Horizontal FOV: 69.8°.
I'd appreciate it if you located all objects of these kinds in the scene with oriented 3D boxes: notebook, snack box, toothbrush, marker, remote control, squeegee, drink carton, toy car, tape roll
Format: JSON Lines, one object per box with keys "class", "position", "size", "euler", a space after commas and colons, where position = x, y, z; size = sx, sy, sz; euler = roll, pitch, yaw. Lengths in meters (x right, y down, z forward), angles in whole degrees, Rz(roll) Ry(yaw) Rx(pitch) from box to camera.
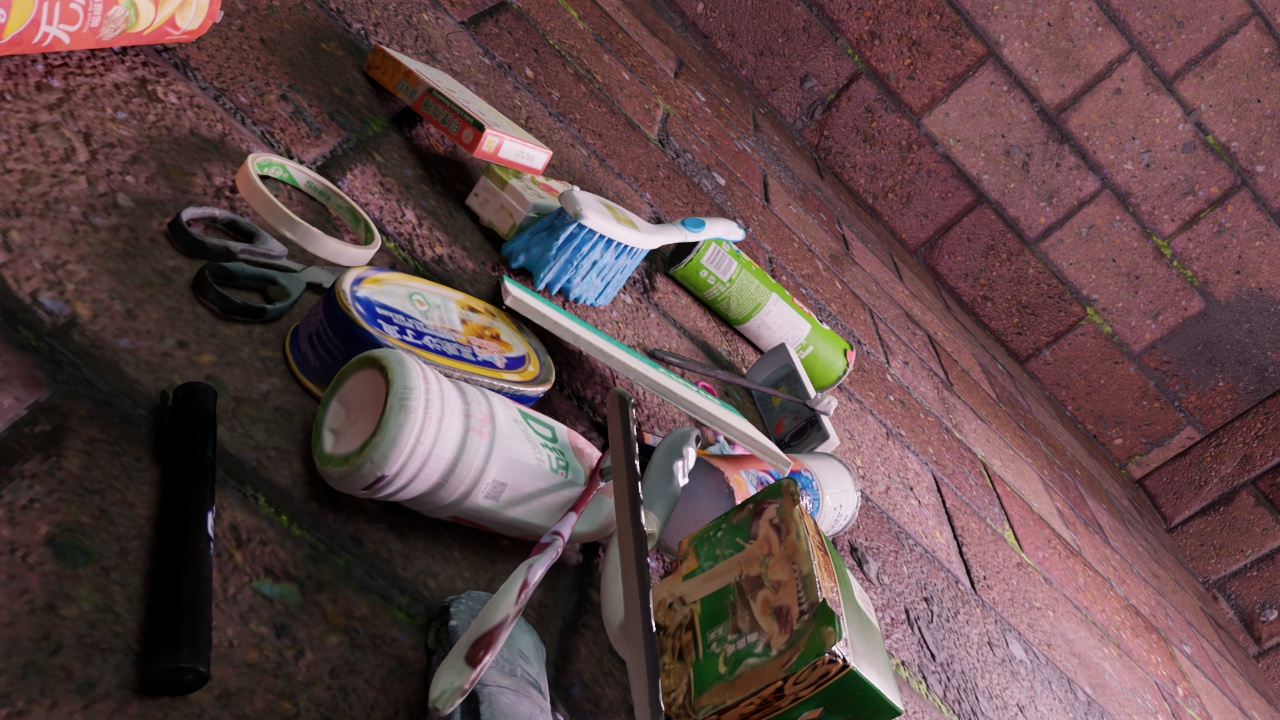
{"class": "notebook", "position": [-0.004, 0.004, 0.626], "size": [0.209, 0.012, 0.150], "euler": [31, 4, -14]}
{"class": "snack box", "position": [-0.146, -0.200, 0.732], "size": [0.156, 0.027, 0.077], "euler": [40, 19, 29]}
{"class": "toothbrush", "position": [-0.040, 0.086, 0.409], "size": [0.016, 0.017, 0.187], "euler": [57, 32, -12]}
{"class": "toothbrush", "position": [0.092, 0.017, 0.803], "size": [0.181, 0.018, 0.015], "euler": [17, 39, -14]}
{"class": "marker", "position": [-0.169, 0.059, 0.339], "size": [0.022, 0.020, 0.132], "euler": [10, 40, -31]}
{"class": "remote control", "position": [0.140, 0.043, 0.868], "size": [0.019, 0.056, 0.135], "euler": [29, 30, -36]}
{"class": "squeegee", "position": [0.005, 0.087, 0.457], "size": [0.246, 0.039, 0.247], "euler": [-70, 156, -68]}
{"class": "drink carton", "position": [-0.085, -0.122, 0.747], "size": [0.053, 0.046, 0.122], "euler": [43, 20, 15]}
{"class": "toy car", "position": [-0.059, 0.145, 0.375], "size": [0.054, 0.037, 0.120], "euler": [32, 23, -30]}
{"class": "snack box", "position": [0.080, 0.155, 0.508], "size": [0.105, 0.118, 0.118], "euler": [40, 26, -28]}
{"class": "tape roll", "position": [-0.190, -0.087, 0.529], "size": [0.086, 0.014, 0.085], "euler": [38, 15, -12]}
{"class": "marker", "position": [0.024, 0.068, 0.671], "size": [0.123, 0.015, 0.018], "euler": [23, 41, -35]}

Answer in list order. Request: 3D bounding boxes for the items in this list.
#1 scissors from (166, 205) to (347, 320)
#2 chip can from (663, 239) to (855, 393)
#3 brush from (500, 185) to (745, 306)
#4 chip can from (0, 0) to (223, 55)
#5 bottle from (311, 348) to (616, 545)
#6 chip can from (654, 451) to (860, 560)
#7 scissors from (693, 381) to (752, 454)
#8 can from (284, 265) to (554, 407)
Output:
{"class": "scissors", "position": [-0.172, -0.039, 0.508], "size": [0.173, 0.014, 0.140], "euler": [36, 24, -32]}
{"class": "chip can", "position": [0.130, -0.056, 0.990], "size": [0.236, 0.072, 0.072], "euler": [37, 25, -23]}
{"class": "brush", "position": [0.004, -0.098, 0.793], "size": [0.060, 0.110, 0.314], "euler": [47, 17, 19]}
{"class": "chip can", "position": [-0.295, -0.186, 0.446], "size": [0.073, 0.073, 0.216], "euler": [44, 23, -9]}
{"class": "bottle", "position": [-0.066, 0.057, 0.469], "size": [0.196, 0.068, 0.068], "euler": [30, 28, -44]}
{"class": "chip can", "position": [0.086, 0.100, 0.654], "size": [0.214, 0.071, 0.071], "euler": [9, 44, -56]}
{"class": "scissors", "position": [0.075, 0.074, 0.756], "size": [0.124, 0.017, 0.133], "euler": [32, 32, -32]}
{"class": "can", "position": [-0.113, -0.002, 0.498], "size": [0.148, 0.049, 0.074], "euler": [19, 36, -49]}
